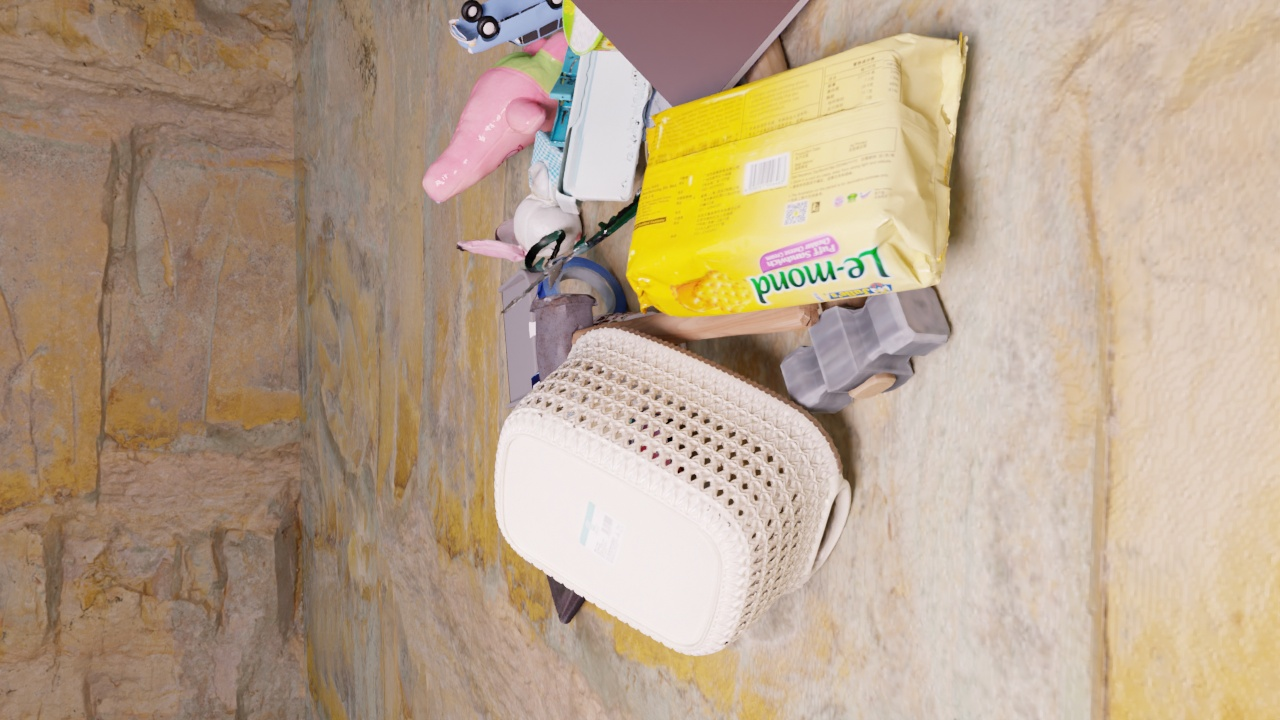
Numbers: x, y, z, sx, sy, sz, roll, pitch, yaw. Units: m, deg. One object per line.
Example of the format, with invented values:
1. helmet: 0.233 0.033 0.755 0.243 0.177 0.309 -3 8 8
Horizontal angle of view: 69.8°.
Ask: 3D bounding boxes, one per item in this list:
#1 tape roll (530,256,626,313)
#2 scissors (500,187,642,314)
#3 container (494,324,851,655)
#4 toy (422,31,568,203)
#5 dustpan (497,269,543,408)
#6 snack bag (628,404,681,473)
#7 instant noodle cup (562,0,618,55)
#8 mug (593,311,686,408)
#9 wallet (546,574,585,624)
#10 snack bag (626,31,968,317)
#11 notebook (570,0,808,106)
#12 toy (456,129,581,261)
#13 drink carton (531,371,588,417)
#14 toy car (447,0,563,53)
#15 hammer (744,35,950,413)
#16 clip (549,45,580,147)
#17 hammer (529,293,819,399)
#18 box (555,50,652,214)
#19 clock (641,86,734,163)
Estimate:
1. tape roll: -0.059 -0.065 0.939 0.016 0.093 0.091 -54 11 47
2. scissors: -0.072 -0.115 0.912 0.015 0.201 0.204 53 168 -21
3. container: 0.012 0.095 0.672 0.246 0.142 0.185 24 126 25
4. toy: -0.159 -0.272 1.047 0.236 0.097 0.192 -52 23 -7
5. dustpan: -0.131 -0.033 1.121 0.258 0.033 0.163 -15 79 59
6. snack bag: 0.018 0.119 0.862 0.075 0.018 0.155 6 107 58
7. instant noodle cup: -0.001 -0.311 0.804 0.099 0.107 0.099 5 95 60
8. mug: -0.005 0.005 0.878 0.090 0.073 0.105 3 120 60
9. wallet: -0.084 0.227 1.063 0.100 0.031 0.119 -60 40 39
10. snack bag: 0.088 -0.116 0.604 0.248 0.068 0.159 -6 70 41
11. notebook: 0.030 -0.314 0.699 0.172 0.022 0.209 -46 75 22
12. toy: -0.096 -0.179 1.025 0.105 0.130 0.206 40 116 -1
13. drink carton: -0.076 0.022 1.008 0.130 0.040 0.064 -41 49 49
14. toy car: -0.134 -0.378 1.008 0.056 0.153 0.055 51 164 37
15. hammer: 0.121 -0.124 0.670 0.118 0.051 0.322 -43 53 49
16. clip: -0.072 -0.293 0.944 0.126 0.028 0.113 -78 -1 -49
17. hammer: 0.011 -0.024 0.735 0.329 0.052 0.098 -9 85 51
18. box: -0.033 -0.247 0.904 0.126 0.075 0.197 7 86 41
19. clock: 0.038 -0.202 0.804 0.130 0.052 0.090 153 112 -62
